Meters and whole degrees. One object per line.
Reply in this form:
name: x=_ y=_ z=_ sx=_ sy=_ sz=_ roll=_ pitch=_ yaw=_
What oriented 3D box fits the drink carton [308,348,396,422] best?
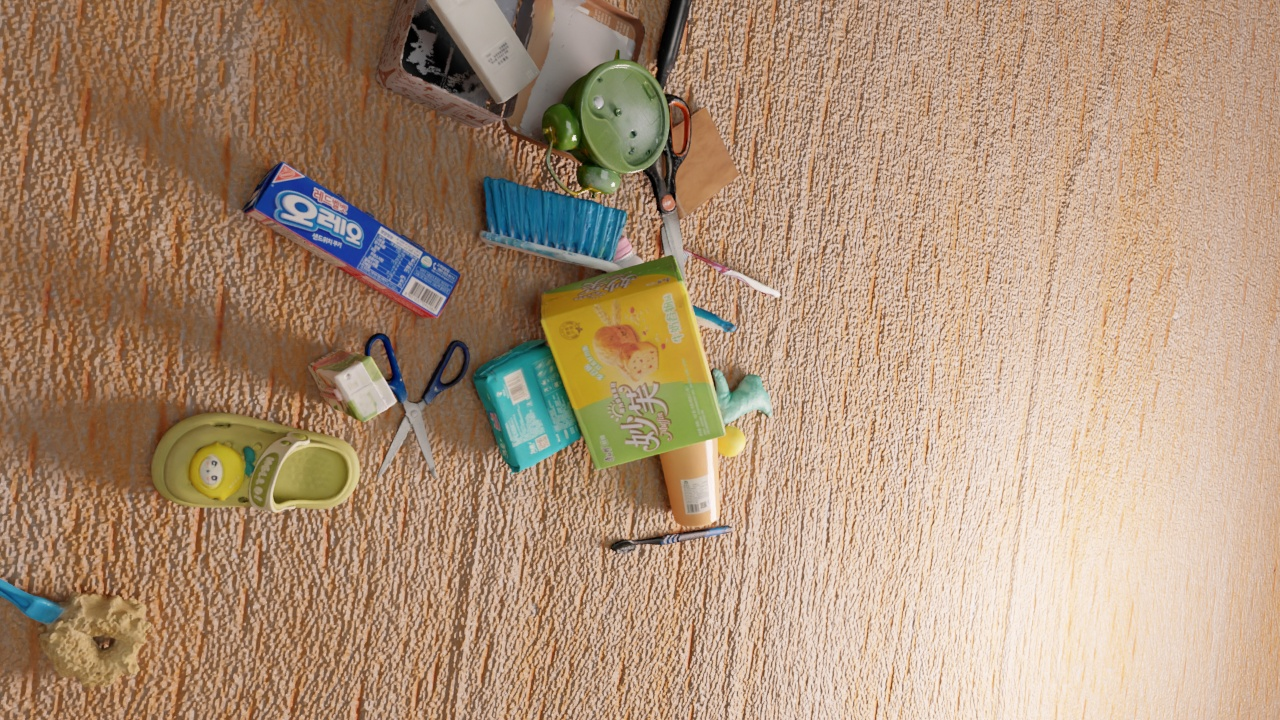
drink carton: x=-0.282 y=0.023 z=0.885 sx=0.045 sy=0.123 sz=0.053 roll=-33 pitch=111 yaw=-24

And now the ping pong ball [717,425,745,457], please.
ping pong ball: x=0.115 y=0.104 z=1.184 sx=0.040 sy=0.040 sz=0.040 roll=-3 pitch=95 yaw=-32

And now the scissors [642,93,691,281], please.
scissors: x=0.043 y=-0.206 z=1.100 sx=0.148 sy=0.022 sz=0.235 roll=-36 pitch=109 yaw=-19

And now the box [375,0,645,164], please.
box: x=-0.127 y=-0.328 z=0.975 sx=0.259 sy=0.082 sz=0.176 roll=17 pitch=85 yaw=-31

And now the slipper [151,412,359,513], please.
slipper: x=-0.356 y=0.101 z=0.873 sx=0.190 sy=0.082 sz=0.091 roll=11 pitch=86 yaw=-34

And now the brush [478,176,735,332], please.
brush: x=-0.030 y=-0.116 z=1.025 sx=0.314 sy=0.060 sz=0.109 roll=12 pitch=95 yaw=-11

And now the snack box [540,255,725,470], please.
snack box: x=-0.006 y=0.006 z=1.020 sx=0.158 sy=0.070 sz=0.210 roll=-16 pitch=119 yaw=4

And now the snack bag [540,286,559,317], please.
snack bag: x=-0.068 y=-0.040 z=1.068 sx=0.105 sy=0.026 sz=0.045 roll=40 pitch=64 yaw=-29

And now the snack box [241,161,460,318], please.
snack box: x=-0.283 y=-0.116 z=0.911 sx=0.207 sy=0.058 sz=0.057 roll=33 pitch=77 yaw=-30

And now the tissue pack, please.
tissue pack: x=-0.125 y=0.052 z=1.026 sx=0.093 sy=0.050 sz=0.133 roll=-26 pitch=107 yaw=-29

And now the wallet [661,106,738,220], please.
wallet: x=0.063 y=-0.244 z=1.137 sx=0.115 sy=0.020 sz=0.101 roll=-39 pitch=112 yaw=-26

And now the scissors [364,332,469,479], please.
scissors: x=-0.241 y=0.041 z=0.975 sx=0.162 sy=0.012 sz=0.174 roll=-44 pitch=117 yaw=-24

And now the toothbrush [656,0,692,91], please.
toothbrush: x=0.032 y=-0.367 z=1.103 sx=0.027 sy=0.026 sz=0.212 roll=18 pitch=85 yaw=-40

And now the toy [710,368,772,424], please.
toy: x=0.127 y=0.047 z=1.194 sx=0.091 sy=0.030 sz=0.096 roll=-28 pitch=102 yaw=-29

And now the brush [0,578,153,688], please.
brush: x=-0.544 y=0.202 z=0.793 sx=0.254 sy=0.046 sz=0.083 roll=39 pitch=78 yaw=-24

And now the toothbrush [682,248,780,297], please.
toothbrush: x=0.109 y=-0.111 z=1.178 sx=0.187 sy=0.016 sz=0.017 roll=20 pitch=91 yaw=-31

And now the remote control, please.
remote control: x=-0.157 y=-0.324 z=0.900 sx=0.056 sy=0.019 sz=0.135 roll=-46 pitch=118 yaw=-21

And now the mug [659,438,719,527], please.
mug: x=0.064 y=0.139 z=1.138 sx=0.078 sy=0.078 sz=0.123 roll=-17 pitch=107 yaw=-30

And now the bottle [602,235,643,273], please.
bottle: x=0.010 y=-0.054 z=1.094 sx=0.068 sy=0.068 sz=0.197 roll=-37 pitch=107 yaw=-24

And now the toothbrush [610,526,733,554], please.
toothbrush: x=0.045 y=0.227 z=1.167 sx=0.189 sy=0.016 sz=0.014 roll=-1 pitch=102 yaw=-33

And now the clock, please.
clock: x=-0.040 y=-0.244 z=0.973 sx=0.161 sy=0.056 sz=0.116 roll=-52 pitch=121 yaw=-21
